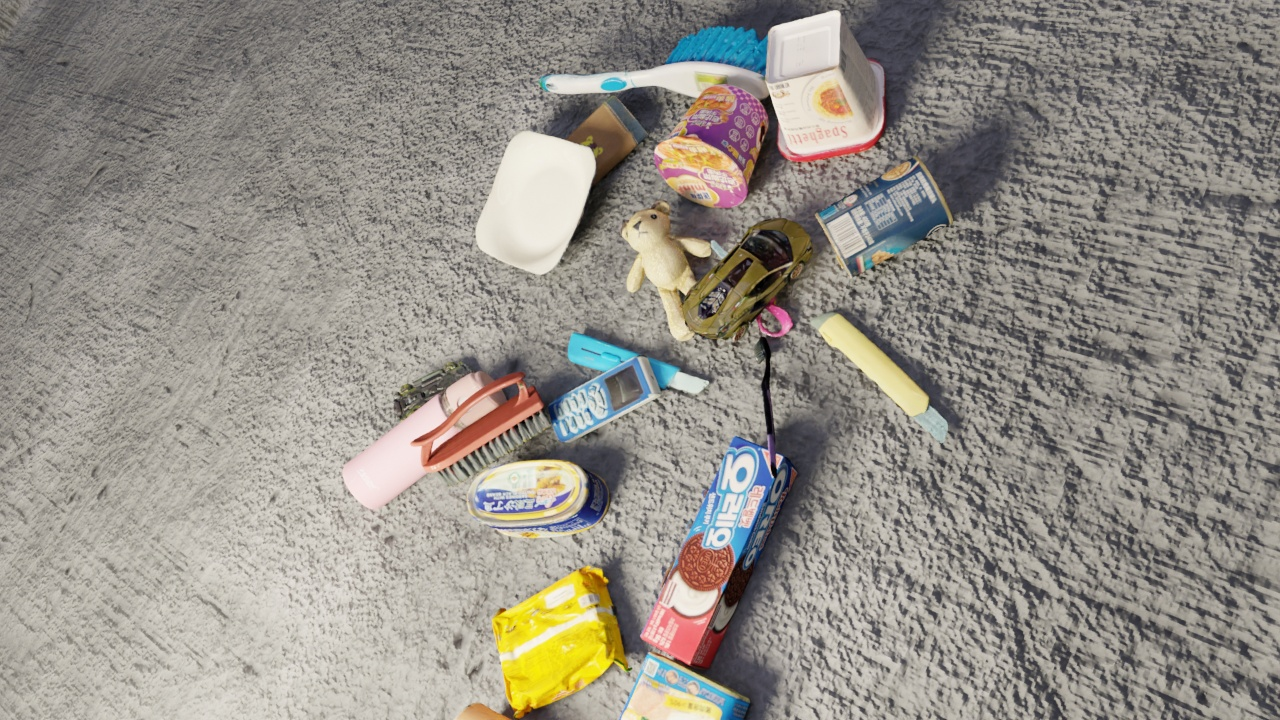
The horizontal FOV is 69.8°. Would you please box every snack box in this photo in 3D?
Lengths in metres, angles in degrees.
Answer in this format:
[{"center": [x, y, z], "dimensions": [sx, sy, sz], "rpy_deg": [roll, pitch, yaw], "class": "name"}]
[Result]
[{"center": [0.074, 0.174, 0.845], "dimensions": [0.058, 0.057, 0.207], "rpy_deg": [20, 78, 30], "class": "snack box"}]

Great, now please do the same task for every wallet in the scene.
[{"center": [-0.054, -0.268, 1.136], "dimensions": [0.115, 0.033, 0.090], "rpy_deg": [-42, 56, 9], "class": "wallet"}]

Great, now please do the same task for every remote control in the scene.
[{"center": [-0.039, 0.042, 0.979], "dimensions": [0.125, 0.024, 0.049], "rpy_deg": [-28, 71, 20], "class": "remote control"}]

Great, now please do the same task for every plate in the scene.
[{"center": [-0.121, -0.190, 1.116], "dimensions": [0.164, 0.034, 0.163], "rpy_deg": [26, 96, 37], "class": "plate"}]

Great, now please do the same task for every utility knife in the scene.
[{"center": [-0.006, 0.006, 0.990], "dimensions": [0.182, 0.018, 0.034], "rpy_deg": [17, 76, 31], "class": "utility knife"}, {"center": [0.225, 0.010, 0.864], "dimensions": [0.031, 0.019, 0.183], "rpy_deg": [-45, 49, 8], "class": "utility knife"}]

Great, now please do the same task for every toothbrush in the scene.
[{"center": [0.119, 0.041, 0.872], "dimensions": [0.017, 0.014, 0.188], "rpy_deg": [-31, 33, 27], "class": "toothbrush"}]

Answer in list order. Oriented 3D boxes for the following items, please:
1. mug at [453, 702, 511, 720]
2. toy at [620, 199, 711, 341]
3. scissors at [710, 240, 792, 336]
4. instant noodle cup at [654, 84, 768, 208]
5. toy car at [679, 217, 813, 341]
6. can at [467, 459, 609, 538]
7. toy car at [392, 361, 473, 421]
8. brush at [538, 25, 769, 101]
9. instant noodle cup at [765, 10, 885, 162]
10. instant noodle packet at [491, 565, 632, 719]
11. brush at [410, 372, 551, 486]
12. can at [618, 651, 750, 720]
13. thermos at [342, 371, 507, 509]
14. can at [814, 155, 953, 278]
[{"center": [-0.115, 0.374, 0.844], "dimensions": [0.123, 0.078, 0.078], "rpy_deg": [11, 73, 27], "class": "mug"}, {"center": [0.029, -0.095, 0.990], "dimensions": [0.105, 0.066, 0.157], "rpy_deg": [-30, 73, 20], "class": "toy"}, {"center": [0.119, -0.083, 0.954], "dimensions": [0.134, 0.017, 0.133], "rpy_deg": [-39, 68, -4], "class": "scissors"}, {"center": [0.085, -0.239, 1.007], "dimensions": [0.112, 0.111, 0.099], "rpy_deg": [15, 66, 32], "class": "instant noodle cup"}, {"center": [0.107, -0.085, 0.928], "dimensions": [0.070, 0.042, 0.158], "rpy_deg": [40, 82, 26], "class": "toy car"}, {"center": [-0.108, 0.144, 0.961], "dimensions": [0.148, 0.049, 0.074], "rpy_deg": [-7, 65, 25], "class": "can"}, {"center": [-0.243, 0.041, 1.092], "dimensions": [0.105, 0.032, 0.048], "rpy_deg": [-27, 57, 1], "class": "toy car"}, {"center": [0.025, -0.347, 1.094], "dimensions": [0.315, 0.060, 0.109], "rpy_deg": [18, 61, 32], "class": "brush"}, {"center": [0.188, -0.287, 0.958], "dimensions": [0.116, 0.124, 0.116], "rpy_deg": [-5, 65, 26], "class": "instant noodle cup"}, {"center": [-0.077, 0.271, 0.889], "dimensions": [0.128, 0.044, 0.110], "rpy_deg": [-28, 56, 12], "class": "instant noodle packet"}, {"center": [-0.172, 0.073, 0.982], "dimensions": [0.146, 0.069, 0.063], "rpy_deg": [-33, 19, -4], "class": "brush"}, {"center": [0.036, 0.314, 0.802], "dimensions": [0.102, 0.057, 0.083], "rpy_deg": [17, 74, 32], "class": "can"}, {"center": [-0.238, 0.097, 1.049], "dimensions": [0.199, 0.067, 0.087], "rpy_deg": [-35, 88, 8], "class": "thermos"}, {"center": [0.235, -0.138, 0.893], "dimensions": [0.111, 0.075, 0.075], "rpy_deg": [-29, 57, 14], "class": "can"}]
